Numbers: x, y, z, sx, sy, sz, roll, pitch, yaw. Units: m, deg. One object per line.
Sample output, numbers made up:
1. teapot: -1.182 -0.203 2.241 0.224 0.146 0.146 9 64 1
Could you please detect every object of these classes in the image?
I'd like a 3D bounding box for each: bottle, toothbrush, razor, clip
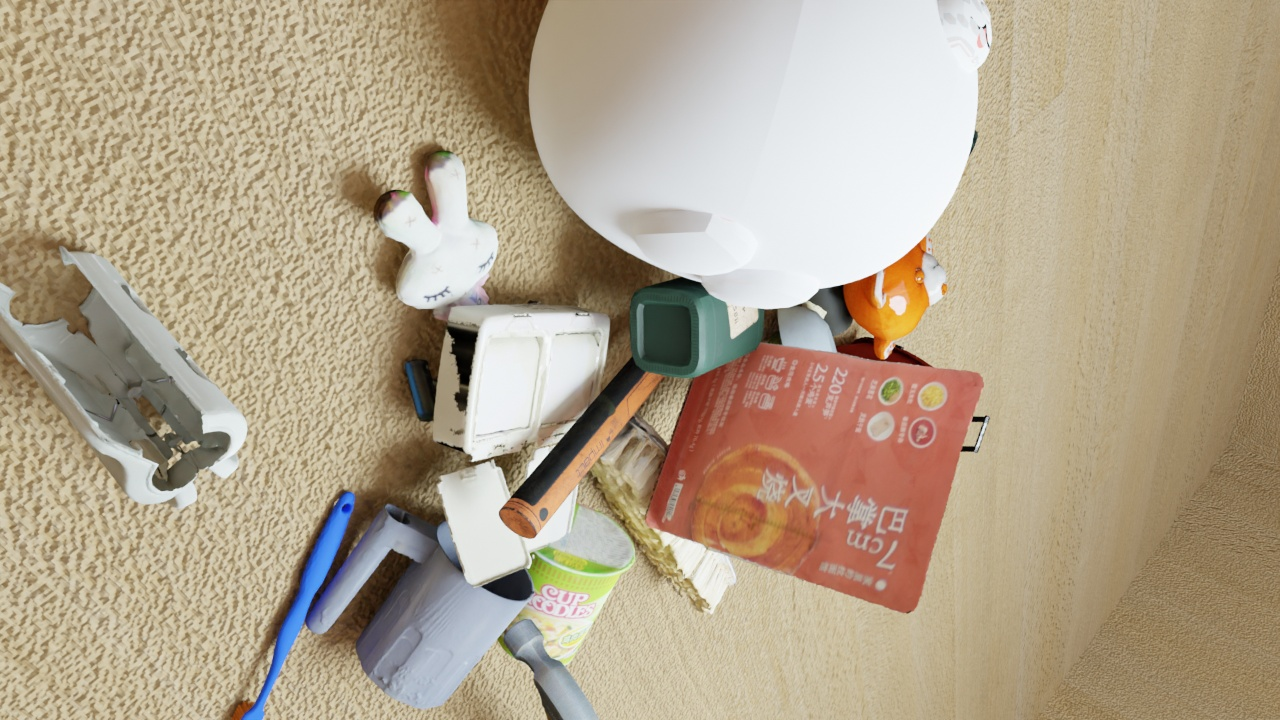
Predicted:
1. bottle: 0.052 -0.032 0.665 0.131 0.061 0.061 -21 114 -53
2. toothbrush: -0.232 0.170 0.614 0.016 0.018 0.182 23 91 -50
3. razor: -0.107 0.020 0.657 0.144 0.022 0.042 -2 73 -50
4. bottle: 0.160 -0.098 0.850 0.045 0.045 0.185 -46 137 -19
5. clip: -0.236 0.012 0.446 0.095 0.126 0.152 -43 160 -10

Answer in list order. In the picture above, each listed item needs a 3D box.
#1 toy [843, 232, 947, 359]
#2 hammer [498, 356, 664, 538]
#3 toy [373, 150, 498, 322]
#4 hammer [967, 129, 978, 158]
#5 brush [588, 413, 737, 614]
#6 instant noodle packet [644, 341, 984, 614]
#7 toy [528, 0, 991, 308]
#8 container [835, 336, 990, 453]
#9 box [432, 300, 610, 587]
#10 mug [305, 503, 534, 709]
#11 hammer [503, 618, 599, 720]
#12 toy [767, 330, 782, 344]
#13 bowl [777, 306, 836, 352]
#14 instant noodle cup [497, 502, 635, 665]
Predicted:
1. toy: 0.235 -0.099 0.849 0.164 0.093 0.172 58 37 -52
2. hammer: -0.004 0.004 0.678 0.313 0.035 0.138 -50 139 -41
3. toy: -0.122 -0.067 0.577 0.079 0.038 0.123 -49 144 -30
4. hammer: 0.246 -0.243 0.873 0.318 0.032 0.130 5 107 -48
5. brush: 0.020 0.136 0.804 0.056 0.083 0.271 -46 138 -18
6. instant noodle packet: 0.122 0.072 0.652 0.084 0.221 0.164 29 75 -35
7. toy: 0.075 -0.177 0.554 0.262 0.266 0.280 24 76 -48
8. container: 0.253 0.056 0.972 0.200 0.127 0.148 1 110 -36
9. box: -0.078 0.052 0.637 0.143 0.050 0.184 -8 109 -56
10. mug: -0.154 0.169 0.640 0.124 0.084 0.104 34 99 -26
11. hammer: -0.067 0.326 0.753 0.025 0.118 0.334 -29 150 -26
12. toy: 0.110 0.066 0.862 0.178 0.078 0.153 -57 143 -49
13. bowl: 0.162 -0.004 0.857 0.106 0.039 0.106 -15 90 -74
14. instant noodle cup: -0.068 0.183 0.737 0.098 0.099 0.108 0 118 -47
